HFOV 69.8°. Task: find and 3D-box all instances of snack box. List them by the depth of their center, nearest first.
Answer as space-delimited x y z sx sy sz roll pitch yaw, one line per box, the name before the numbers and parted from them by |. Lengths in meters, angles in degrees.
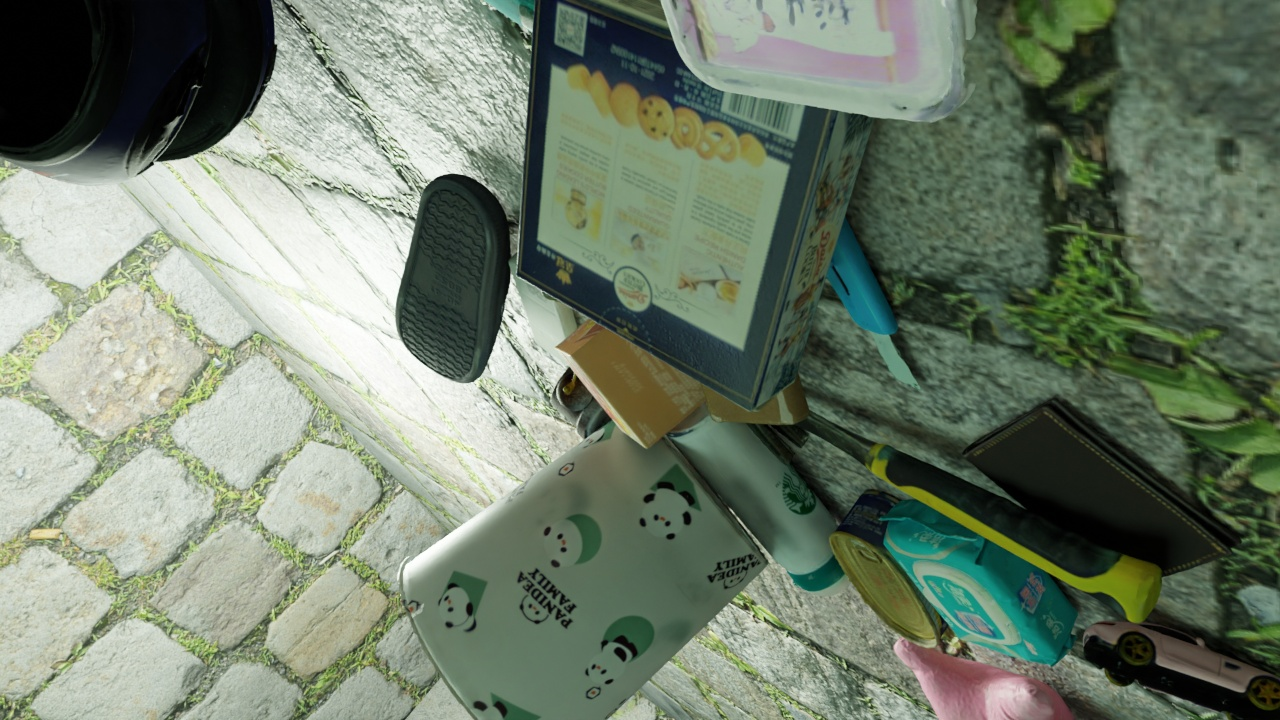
snack box | 0.016 -0.090 0.489 0.178 0.045 0.183 31 132 25
snack box | -0.004 0.004 0.714 0.093 0.077 0.094 51 173 -12

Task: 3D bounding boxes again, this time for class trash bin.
trash bin | -0.042 0.185 0.810 0.229 0.252 0.229 50 -179 -1

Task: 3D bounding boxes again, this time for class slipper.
slipper | -0.165 -0.078 0.886 0.111 0.083 0.269 36 140 9

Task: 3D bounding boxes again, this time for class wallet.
wallet | 0.257 0.078 0.527 0.122 0.020 0.096 40 155 7
wallet | 0.062 -0.012 0.615 0.090 0.033 0.115 -2 113 49

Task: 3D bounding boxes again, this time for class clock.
clock | -0.040 0.025 0.851 0.055 0.082 0.122 41 162 19

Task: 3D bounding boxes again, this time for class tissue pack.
tissue pack | 0.241 0.155 0.659 0.133 0.050 0.093 49 158 -17

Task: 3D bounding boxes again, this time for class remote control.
remote control | -0.086 -0.047 0.871 0.058 0.021 0.150 33 157 21

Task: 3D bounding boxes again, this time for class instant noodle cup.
instant noodle cup | 0.060 -0.177 0.320 0.138 0.060 0.173 24 154 39

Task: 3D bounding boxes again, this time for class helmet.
helmet | -0.401 -0.262 0.691 0.315 0.248 0.240 42 -161 14

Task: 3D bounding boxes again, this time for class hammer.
hammer | 0.175 0.073 0.608 0.323 0.031 0.126 29 158 42

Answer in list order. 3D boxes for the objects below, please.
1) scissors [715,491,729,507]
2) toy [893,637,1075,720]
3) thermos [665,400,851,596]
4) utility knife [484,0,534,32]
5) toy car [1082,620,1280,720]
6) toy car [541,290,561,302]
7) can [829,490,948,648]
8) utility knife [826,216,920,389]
scissors | 0.046 0.068 0.865 0.143 0.021 0.235 8 141 56
toy | 0.325 0.317 0.793 0.195 0.074 0.178 6 140 55
thermos | 0.111 0.115 0.786 0.224 0.073 0.073 50 157 -21
utility knife | -0.061 -0.202 0.541 0.223 0.013 0.029 37 158 12
toy car | 0.346 0.196 0.580 0.122 0.037 0.056 16 153 24
toy car | -0.064 -0.084 0.731 0.035 0.042 0.090 11 142 19
can | 0.209 0.170 0.743 0.075 0.049 0.148 11 143 53
utility knife | 0.117 -0.051 0.521 0.034 0.018 0.194 10 144 53
